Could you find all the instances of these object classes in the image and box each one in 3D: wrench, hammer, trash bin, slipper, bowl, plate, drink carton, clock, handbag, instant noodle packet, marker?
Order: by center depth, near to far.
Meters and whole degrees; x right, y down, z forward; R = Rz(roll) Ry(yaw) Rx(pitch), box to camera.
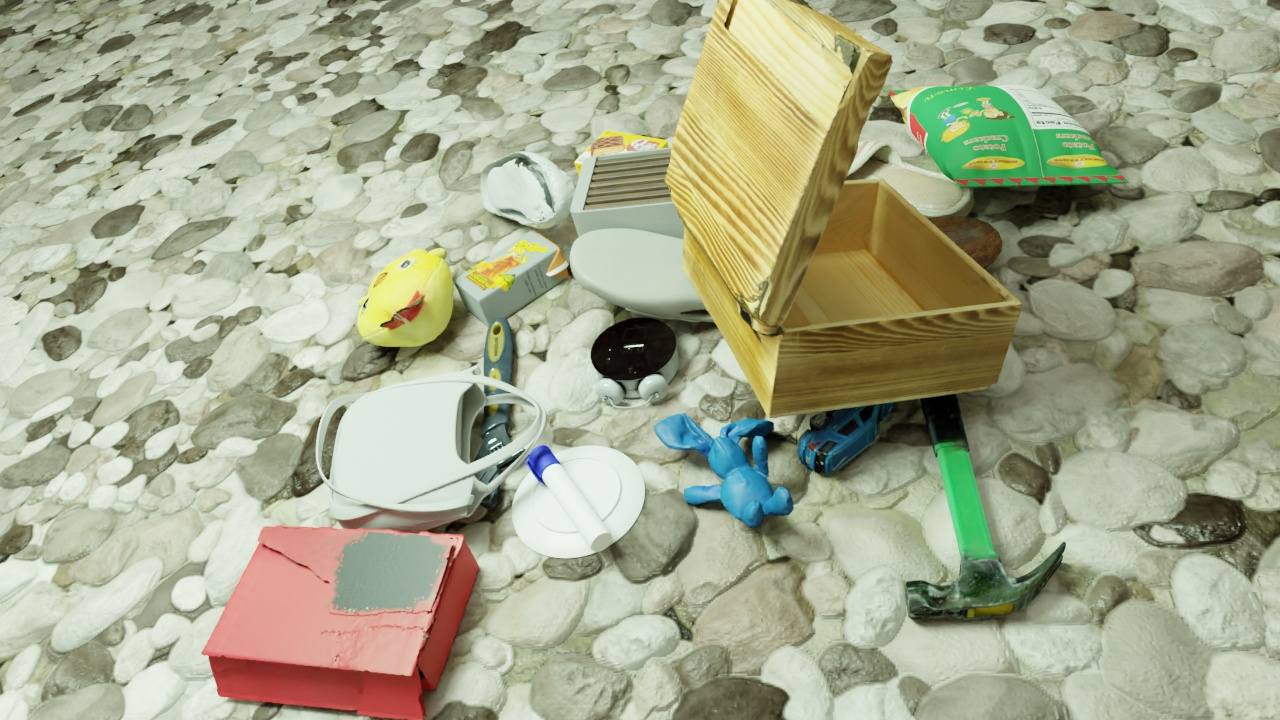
[{"bbox_3d":[0.284,0.085,0.832,0.130,0.032,0.318,-7,44,11],"label":"hammer"},{"bbox_3d":[-0.070,0.131,0.877,0.027,0.023,0.133,-45,47,2],"label":"marker"},{"bbox_3d":[-0.063,0.133,0.900,0.135,0.011,0.134,-9,44,8],"label":"plate"},{"bbox_3d":[-0.203,0.072,0.931,0.223,0.096,0.215,-17,45,8],"label":"handbag"},{"bbox_3d":[-0.006,0.006,0.994,0.095,0.035,0.122,-5,46,12],"label":"clock"},{"bbox_3d":[-0.158,0.049,1.005,0.073,0.022,0.272,-16,44,9],"label":"wrench"},{"bbox_3d":[0.341,-0.120,1.023,0.114,0.026,0.101,-1,45,15],"label":"bowl"},{"bbox_3d":[0.051,-0.081,1.046,0.266,0.081,0.112,4,51,-3],"label":"slipper"},{"bbox_3d":[0.424,-0.270,1.092,0.195,0.090,0.252,-3,40,-7],"label":"instant noodle packet"},{"bbox_3d":[0.047,-0.176,1.102,0.229,0.115,0.114,-3,45,13],"label":"trash bin"},{"bbox_3d":[0.280,-0.229,1.132,0.263,0.052,0.114,25,56,34],"label":"slipper"},{"bbox_3d":[-0.159,-0.102,1.138,0.124,0.048,0.076,-36,47,-19],"label":"drink carton"},{"bbox_3d":[-0.141,-0.218,1.190,0.074,0.112,0.247,-23,20,-20],"label":"slipper"}]

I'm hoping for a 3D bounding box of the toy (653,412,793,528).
[{"bbox_3d":[0.094,0.099,0.849,0.112,0.071,0.176,-22,34,-9],"label":"toy"}]

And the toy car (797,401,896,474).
[{"bbox_3d":[0.200,0.061,0.867,0.120,0.056,0.043,-38,54,-17],"label":"toy car"}]

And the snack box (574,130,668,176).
[{"bbox_3d":[-0.020,-0.259,1.244,0.106,0.061,0.083,18,53,30],"label":"snack box"}]

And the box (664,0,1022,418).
[{"bbox_3d":[0.161,-0.163,0.828,0.286,0.335,0.279,-8,38,-12],"label":"box"}]

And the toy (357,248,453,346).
[{"bbox_3d":[-0.287,-0.082,1.130,0.134,0.092,0.207,-39,36,6],"label":"toy"}]

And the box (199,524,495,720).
[{"bbox_3d":[-0.260,0.256,0.856,0.214,0.153,0.164,-1,48,17],"label":"box"}]
